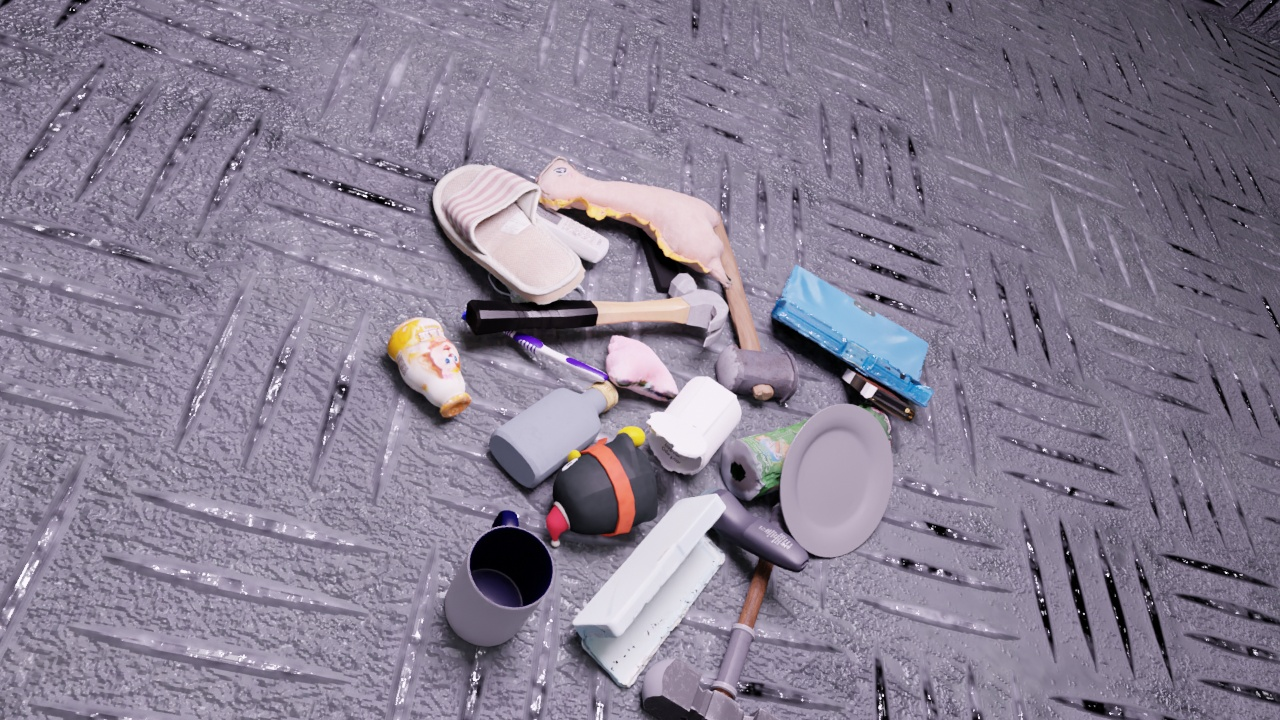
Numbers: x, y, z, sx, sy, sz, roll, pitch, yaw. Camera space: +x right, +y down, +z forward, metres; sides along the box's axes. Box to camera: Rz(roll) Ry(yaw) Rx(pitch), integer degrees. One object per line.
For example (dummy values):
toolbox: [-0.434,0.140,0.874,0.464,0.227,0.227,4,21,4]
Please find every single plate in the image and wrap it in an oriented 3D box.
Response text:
plate: [0.227,0.138,1.064,0.178,0.012,0.178,-3,96,-32]

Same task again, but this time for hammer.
hammer: [-0.043,-0.056,1.087,0.327,0.039,0.131,-4,32,-29]
hammer: [0.119,0.257,0.970,0.156,0.043,0.321,31,45,-2]
hammer: [0.128,-0.084,1.230,0.098,0.052,0.327,7,50,-22]

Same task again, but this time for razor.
razor: [0.119,0.183,0.984,0.047,0.052,0.143,-30,40,-35]

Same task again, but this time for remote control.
remote control: [-0.106,-0.169,1.176,0.138,0.025,0.060,27,24,-5]
remote control: [0.022,-0.154,1.247,0.034,0.013,0.150,1,54,-27]

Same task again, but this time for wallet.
wallet: [0.305,0.044,1.183,0.072,0.019,0.123,29,8,-5]

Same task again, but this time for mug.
mug: [-0.131,0.194,0.850,0.078,0.097,0.111,13,51,-18]

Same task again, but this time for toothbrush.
toothbrush: [-0.122,-0.017,1.048,0.187,0.015,0.016,26,50,10]

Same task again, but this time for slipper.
slipper: [-0.160,-0.163,1.084,0.115,0.052,0.263,-34,55,-16]

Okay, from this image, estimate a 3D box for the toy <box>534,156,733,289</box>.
toy: [-0.007,-0.184,1.199,0.264,0.065,0.195,8,45,-22]

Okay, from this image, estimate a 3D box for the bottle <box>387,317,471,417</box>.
bottle: [-0.220,0.008,0.971,0.063,0.063,0.108,-23,68,-37]

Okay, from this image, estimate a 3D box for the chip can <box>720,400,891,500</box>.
chip can: [0.200,0.107,1.097,0.222,0.076,0.075,-12,62,-33]

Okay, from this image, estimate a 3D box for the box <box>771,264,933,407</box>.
box: [0.290,-0.028,1.260,0.232,0.066,0.172,31,29,-1]

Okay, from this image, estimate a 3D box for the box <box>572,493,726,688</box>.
box: [0.023,0.233,0.928,0.198,0.086,0.096,-41,107,-39]

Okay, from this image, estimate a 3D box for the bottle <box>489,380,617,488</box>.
bottle: [-0.085,0.070,1.001,0.072,0.046,0.160,45,45,10]

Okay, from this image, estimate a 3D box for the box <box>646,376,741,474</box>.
box: [0.053,0.075,1.021,0.084,0.119,0.159,37,50,6]

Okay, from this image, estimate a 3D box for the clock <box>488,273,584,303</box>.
clock: [-0.130,-0.107,1.117,0.119,0.043,0.094,-22,66,-36]

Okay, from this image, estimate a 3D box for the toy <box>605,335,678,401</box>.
toy: [-0.006,0.006,1.083,0.102,0.050,0.093,20,28,-44]

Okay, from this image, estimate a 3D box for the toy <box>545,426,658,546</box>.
toy: [-0.043,0.134,0.943,0.119,0.098,0.099,-15,67,-31]
